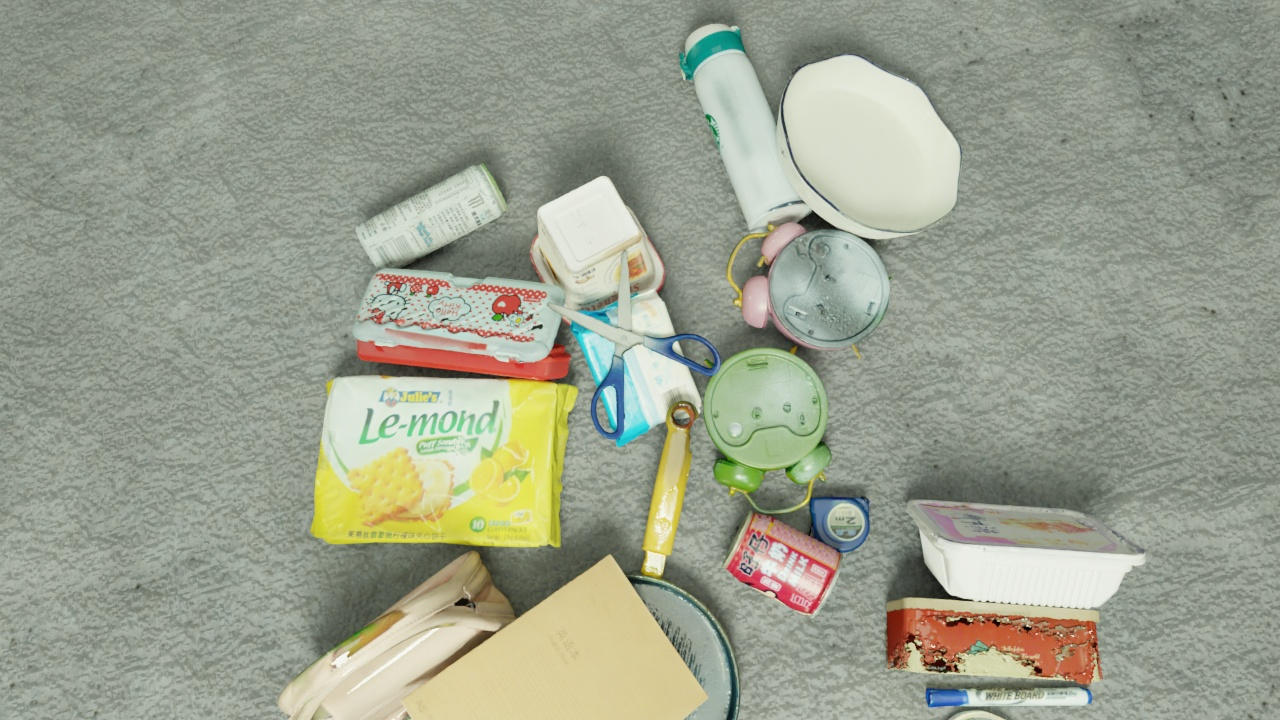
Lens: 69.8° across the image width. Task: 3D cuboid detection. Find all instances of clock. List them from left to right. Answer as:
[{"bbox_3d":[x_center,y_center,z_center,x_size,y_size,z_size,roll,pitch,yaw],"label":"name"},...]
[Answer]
[{"bbox_3d":[0.120,0.066,0.875,0.116,0.056,0.161,-9,76,0],"label":"clock"},{"bbox_3d":[0.161,-0.073,0.901,0.158,0.060,0.117,24,82,0],"label":"clock"}]

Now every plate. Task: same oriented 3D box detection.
[{"bbox_3d":[0.224,-0.209,0.916,0.204,0.046,0.204,8,66,-18],"label":"plate"}]

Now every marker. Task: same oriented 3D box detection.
[{"bbox_3d":[0.333,0.305,0.831,0.146,0.017,0.017,-1,76,1],"label":"marker"}]

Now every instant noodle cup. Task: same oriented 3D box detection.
[{"bbox_3d":[-0.045,-0.108,0.887,0.116,0.124,0.116,-28,76,-6],"label":"instant noodle cup"},{"bbox_3d":[0.332,0.173,0.813,0.173,0.138,0.060,2,97,2],"label":"instant noodle cup"}]

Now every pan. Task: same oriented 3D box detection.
[{"bbox_3d":[0.006,0.215,0.830,0.198,0.078,0.357,11,77,4],"label":"pan"}]

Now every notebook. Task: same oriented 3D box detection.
[{"bbox_3d":[-0.067,0.280,0.758,0.211,0.012,0.149,-31,79,-24],"label":"notebook"}]

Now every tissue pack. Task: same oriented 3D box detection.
[{"bbox_3d":[-0.005,0.005,0.874,0.090,0.063,0.140,-23,104,-5],"label":"tissue pack"}]

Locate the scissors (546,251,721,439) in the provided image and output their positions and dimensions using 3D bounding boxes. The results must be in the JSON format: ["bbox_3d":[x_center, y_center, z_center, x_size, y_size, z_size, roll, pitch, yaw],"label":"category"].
[{"bbox_3d":[-0.005,-0.011,0.831,0.162,0.012,0.174,2,99,-9],"label":"scissors"}]

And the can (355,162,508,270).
[{"bbox_3d":[-0.211,-0.144,0.934,0.146,0.058,0.058,-29,77,-6],"label":"can"}]

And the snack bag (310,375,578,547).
[{"bbox_3d":[-0.186,0.097,0.869,0.246,0.068,0.158,1,77,2],"label":"snack bag"}]

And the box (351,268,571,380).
[{"bbox_3d":[-0.167,-0.039,0.865,0.201,0.095,0.098,6,93,14],"label":"box"}]

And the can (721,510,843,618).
[{"bbox_3d":[0.129,0.185,0.840,0.094,0.066,0.066,27,78,7],"label":"can"}]

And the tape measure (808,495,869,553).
[{"bbox_3d":[0.188,0.154,0.868,0.058,0.025,0.054,0,78,5],"label":"tape measure"}]

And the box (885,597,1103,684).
[{"bbox_3d":[0.307,0.254,0.806,0.168,0.091,0.077,3,73,2],"label":"box"}]

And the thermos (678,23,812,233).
[{"bbox_3d":[0.103,-0.242,0.947,0.073,0.073,0.224,-18,76,-3],"label":"thermos"}]

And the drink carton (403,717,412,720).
[{"bbox_3d":[-0.147,0.318,0.803,0.123,0.045,0.053,-29,77,23],"label":"drink carton"}]

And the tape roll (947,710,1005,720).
[{"bbox_3d":[0.304,0.358,0.820,0.086,0.014,0.085,0,76,2],"label":"tape roll"}]

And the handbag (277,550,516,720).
[{"bbox_3d":[-0.206,0.241,0.747,0.193,0.234,0.093,-36,79,-7],"label":"handbag"}]
